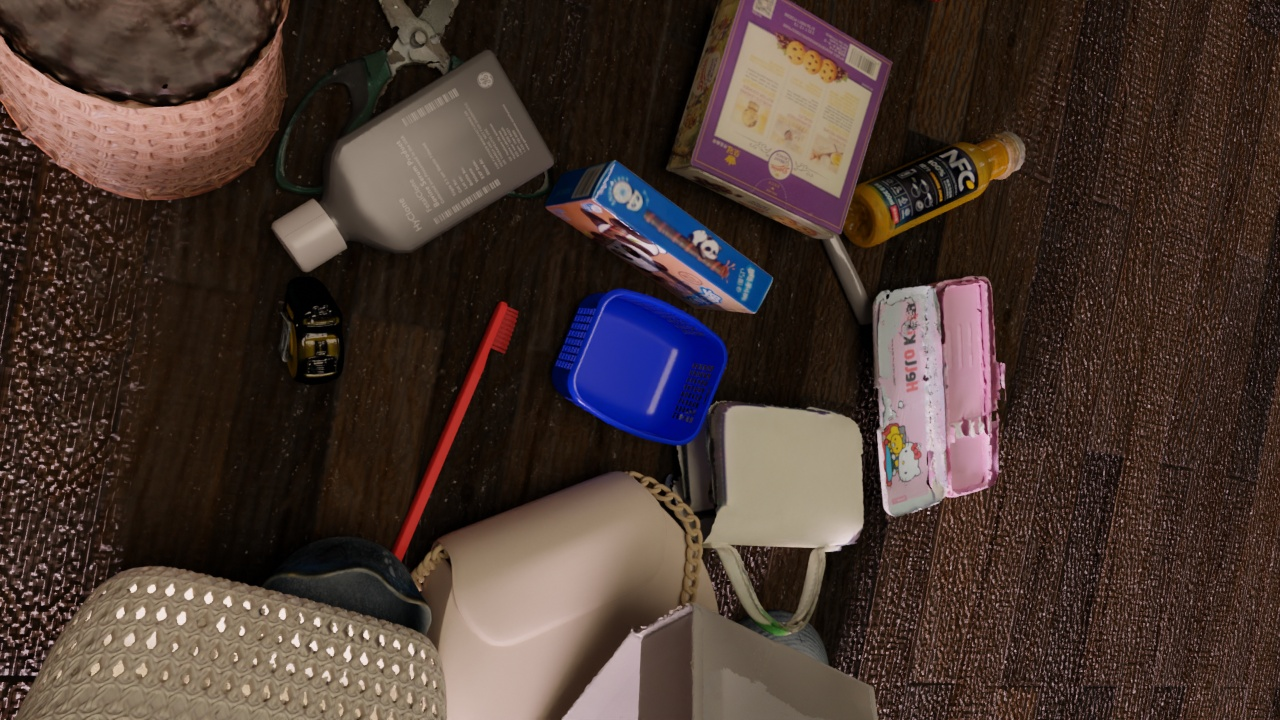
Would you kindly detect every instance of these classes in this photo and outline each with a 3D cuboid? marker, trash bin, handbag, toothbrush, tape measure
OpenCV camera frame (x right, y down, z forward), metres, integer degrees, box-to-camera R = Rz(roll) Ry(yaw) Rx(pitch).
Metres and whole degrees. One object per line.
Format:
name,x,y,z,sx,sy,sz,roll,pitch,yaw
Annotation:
marker,0.185,-0.054,0.792,0.022,0.016,0.138,-29,108,2
trash bin,-0.247,-0.161,0.455,0.151,0.210,0.151,-3,97,-26
handbag,-0.046,0.200,0.651,0.210,0.103,0.208,-18,103,-24
handbag,0.099,0.125,0.723,0.151,0.074,0.175,7,73,-29
toothbrush,-0.132,0.059,0.645,0.018,0.012,0.212,25,84,-26
tape measure,-0.207,-0.015,0.573,0.034,0.062,0.061,-6,116,-28

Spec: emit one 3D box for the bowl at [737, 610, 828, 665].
bowl,0.119,0.285,0.768,0.137,0.057,0.137,-3,96,-27

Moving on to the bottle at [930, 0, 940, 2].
bottle,0.215,-0.332,0.763,0.109,0.044,0.044,5,93,-26

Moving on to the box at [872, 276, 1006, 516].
box,0.264,0.029,0.827,0.152,0.038,0.201,-9,99,-26

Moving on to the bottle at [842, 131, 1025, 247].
bottle,0.256,-0.153,0.795,0.185,0.053,0.053,-25,106,-22

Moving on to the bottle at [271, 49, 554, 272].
bottle,-0.150,-0.117,0.586,0.173,0.046,0.084,-37,111,-17

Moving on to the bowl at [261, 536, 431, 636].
bowl,-0.191,0.150,0.592,0.110,0.055,0.110,-4,131,-4

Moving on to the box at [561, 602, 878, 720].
box,-0.013,0.280,0.660,0.167,0.423,0.173,32,63,-25

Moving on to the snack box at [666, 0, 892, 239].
snack box,0.108,-0.186,0.694,0.143,0.041,0.148,19,86,-26

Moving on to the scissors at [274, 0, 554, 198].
scissors,-0.135,-0.170,0.620,0.202,0.015,0.201,31,83,-24

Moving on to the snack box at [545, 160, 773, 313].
snack box,0.013,-0.085,0.661,0.151,0.087,0.034,32,81,-26

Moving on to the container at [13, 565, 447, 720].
container,-0.227,0.222,0.516,0.246,0.185,0.142,24,39,-26

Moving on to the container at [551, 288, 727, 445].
container,-0.004,0.004,0.678,0.114,0.058,0.096,25,84,-26
